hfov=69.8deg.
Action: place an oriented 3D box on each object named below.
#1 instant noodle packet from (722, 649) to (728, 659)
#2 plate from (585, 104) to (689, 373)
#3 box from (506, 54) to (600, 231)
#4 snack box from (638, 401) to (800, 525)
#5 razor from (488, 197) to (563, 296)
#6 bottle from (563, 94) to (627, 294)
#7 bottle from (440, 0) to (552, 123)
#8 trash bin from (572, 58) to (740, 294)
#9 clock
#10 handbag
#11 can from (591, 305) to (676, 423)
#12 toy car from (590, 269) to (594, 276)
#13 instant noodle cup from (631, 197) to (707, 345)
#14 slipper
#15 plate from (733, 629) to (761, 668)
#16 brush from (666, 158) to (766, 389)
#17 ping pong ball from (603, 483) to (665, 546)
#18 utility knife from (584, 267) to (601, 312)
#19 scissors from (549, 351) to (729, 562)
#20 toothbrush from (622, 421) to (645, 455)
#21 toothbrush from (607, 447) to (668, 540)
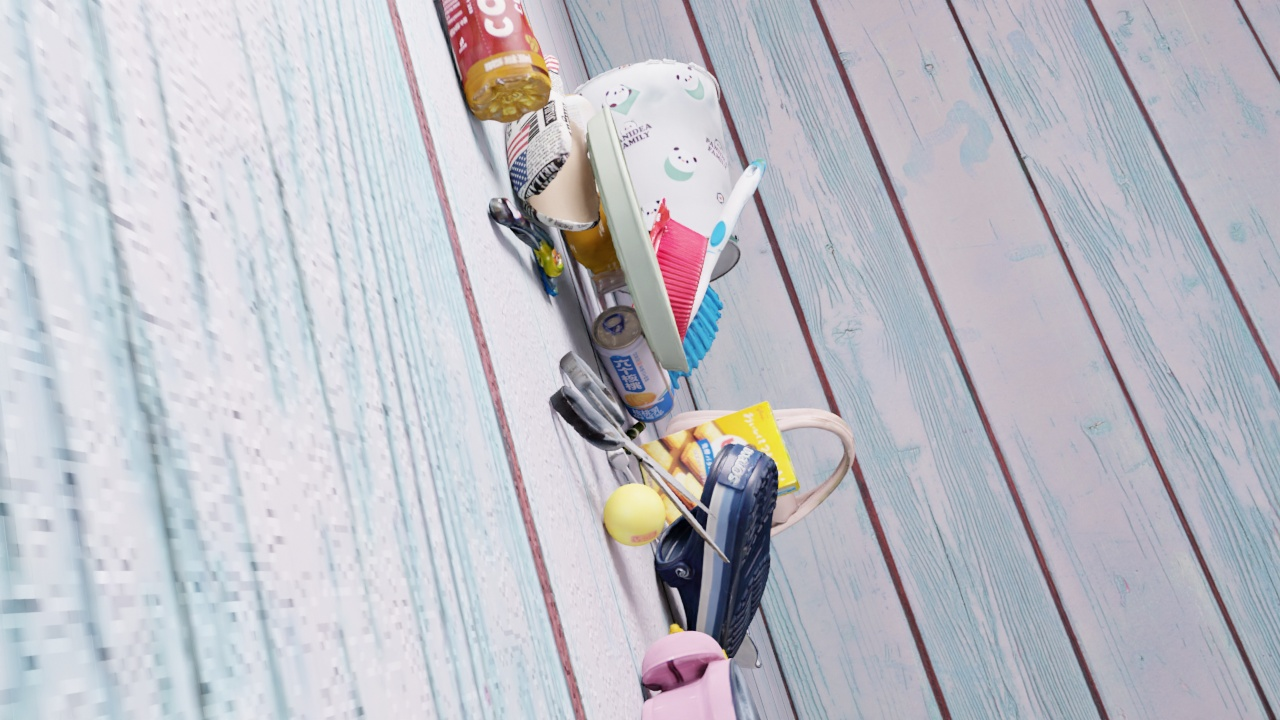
[{"bbox_3d":[0.071,0.296,0.701,0.111,0.044,0.128,77,1,-61],"label":"instant noodle packet"},{"bbox_3d":[-0.003,-0.096,0.765,0.230,0.027,0.230,-16,88,-86],"label":"plate"},{"bbox_3d":[-0.067,-0.173,0.710,0.162,0.076,0.088,-99,-162,-44],"label":"box"},{"bbox_3d":[0.072,0.104,0.880,0.034,0.140,0.086,59,14,-62],"label":"snack box"},{"bbox_3d":[-0.073,-0.082,0.615,0.143,0.022,0.042,52,18,-76],"label":"razor"},{"bbox_3d":[-0.052,-0.158,0.890,0.068,0.068,0.189,-38,109,-85],"label":"bottle"},{"bbox_3d":[-0.110,-0.250,0.616,0.057,0.057,0.175,46,26,-80],"label":"bottle"},{"bbox_3d":[0.022,-0.238,1.264,0.229,0.230,0.251,58,21,-72],"label":"trash bin"},{"bbox_3d":[0.041,0.224,0.530,0.158,0.060,0.117,-98,168,-59],"label":"clock"},{"bbox_3d":[0.154,0.136,1.141,0.093,0.234,0.193,-99,169,-56],"label":"handbag"},{"bbox_3d":[-0.005,0.005,0.887,0.135,0.053,0.053,66,7,-53],"label":"can"},{"bbox_3d":[-0.035,-0.151,1.054,0.155,0.071,0.041,-103,174,-47],"label":"toy car"},{"bbox_3d":[0.030,-0.080,1.027,0.194,0.066,0.194,21,83,-88],"label":"instant noodle cup"},{"bbox_3d":[0.054,0.165,0.759,0.104,0.095,0.253,-51,153,-40],"label":"slipper"},{"bbox_3d":[0.073,0.224,0.962,0.205,0.045,0.205,34,36,-90],"label":"plate"},{"bbox_3d":[0.081,-0.099,1.140,0.060,0.314,0.109,28,-13,36],"label":"brush"},{"bbox_3d":[-0.004,0.100,0.593,0.040,0.040,0.040,-17,89,-86],"label":"ping pong ball"},{"bbox_3d":[-0.066,-0.127,0.940,0.029,0.013,0.222,66,5,-63],"label":"utility knife"},{"bbox_3d":[-0.002,0.059,0.599,0.181,0.014,0.159,52,11,24],"label":"scissors"},{"bbox_3d":[-0.006,0.073,0.877,0.185,0.012,0.017,-7,84,-86],"label":"toothbrush"},{"bbox_3d":[0.001,0.115,0.771,0.180,0.016,0.016,65,2,-52],"label":"toothbrush"}]
